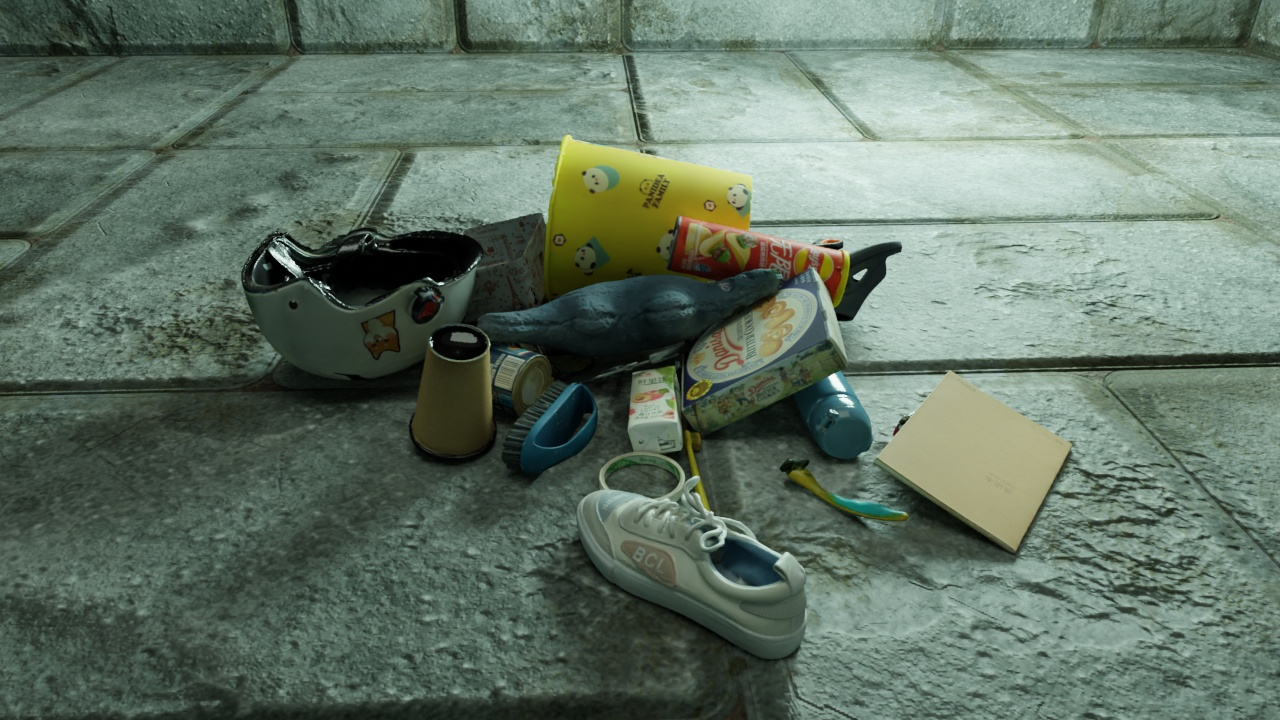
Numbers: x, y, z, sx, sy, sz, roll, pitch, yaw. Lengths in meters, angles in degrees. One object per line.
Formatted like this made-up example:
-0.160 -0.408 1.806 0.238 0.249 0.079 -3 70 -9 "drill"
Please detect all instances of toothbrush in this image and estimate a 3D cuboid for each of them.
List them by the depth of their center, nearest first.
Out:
0.062 0.126 0.909 0.016 0.016 0.189 4 29 -7 "toothbrush"

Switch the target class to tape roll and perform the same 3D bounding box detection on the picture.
0.002 0.121 0.918 0.086 0.014 0.085 0 29 0 "tape roll"

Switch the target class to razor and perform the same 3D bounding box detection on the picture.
0.198 0.130 0.889 0.133 0.028 0.043 23 5 39 "razor"

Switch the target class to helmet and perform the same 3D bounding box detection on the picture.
-0.325 -0.061 1.097 0.273 0.157 0.230 -11 28 -32 "helmet"

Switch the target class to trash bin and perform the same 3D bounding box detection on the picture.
0.012 -0.176 1.249 0.255 0.230 0.229 7 30 1 "trash bin"

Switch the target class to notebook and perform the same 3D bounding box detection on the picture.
0.344 0.095 0.934 0.149 0.012 0.210 34 41 20 "notebook"

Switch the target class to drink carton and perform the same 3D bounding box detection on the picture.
0.017 0.055 1.002 0.053 0.045 0.122 -11 27 7 "drink carton"

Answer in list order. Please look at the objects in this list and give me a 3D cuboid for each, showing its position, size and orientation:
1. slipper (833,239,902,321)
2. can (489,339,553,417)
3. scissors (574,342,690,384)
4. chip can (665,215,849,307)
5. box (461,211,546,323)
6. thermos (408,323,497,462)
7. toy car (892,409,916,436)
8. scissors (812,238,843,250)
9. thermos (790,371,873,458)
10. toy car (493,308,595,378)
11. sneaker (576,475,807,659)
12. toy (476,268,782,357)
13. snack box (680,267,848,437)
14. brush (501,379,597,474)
0.234 -0.080 1.218 0.267 0.083 0.111 -25 4 -14 "slipper"
-0.165 0.016 1.041 0.111 0.075 0.075 16 33 25 "can"
-0.009 0.007 1.026 0.159 0.014 0.181 -20 0 -16 "scissors"
0.142 -0.122 1.120 0.216 0.073 0.073 13 30 -2 "chip can"
-0.260 -0.121 1.281 0.261 0.082 0.176 -9 28 10 "box"
-0.192 0.035 0.951 0.093 0.143 0.092 7 39 -6 "thermos"
0.314 0.071 0.986 0.049 0.031 0.106 40 44 25 "toy car"
0.234 -0.164 1.370 0.205 0.022 0.224 11 17 39 "scissors"
0.199 0.029 1.034 0.070 0.070 0.220 -4 31 -7 "thermos"
-0.122 -0.022 1.147 0.158 0.042 0.070 28 40 36 "toy car"
0.036 0.155 0.781 0.242 0.091 0.089 23 36 36 "sneaker"
-0.011 -0.056 1.083 0.356 0.091 0.138 -10 -7 -5 "toy"
0.133 -0.013 1.036 0.183 0.046 0.177 -27 25 18 "snack box"
-0.086 0.071 0.964 0.073 0.055 0.143 10 30 20 "brush"
